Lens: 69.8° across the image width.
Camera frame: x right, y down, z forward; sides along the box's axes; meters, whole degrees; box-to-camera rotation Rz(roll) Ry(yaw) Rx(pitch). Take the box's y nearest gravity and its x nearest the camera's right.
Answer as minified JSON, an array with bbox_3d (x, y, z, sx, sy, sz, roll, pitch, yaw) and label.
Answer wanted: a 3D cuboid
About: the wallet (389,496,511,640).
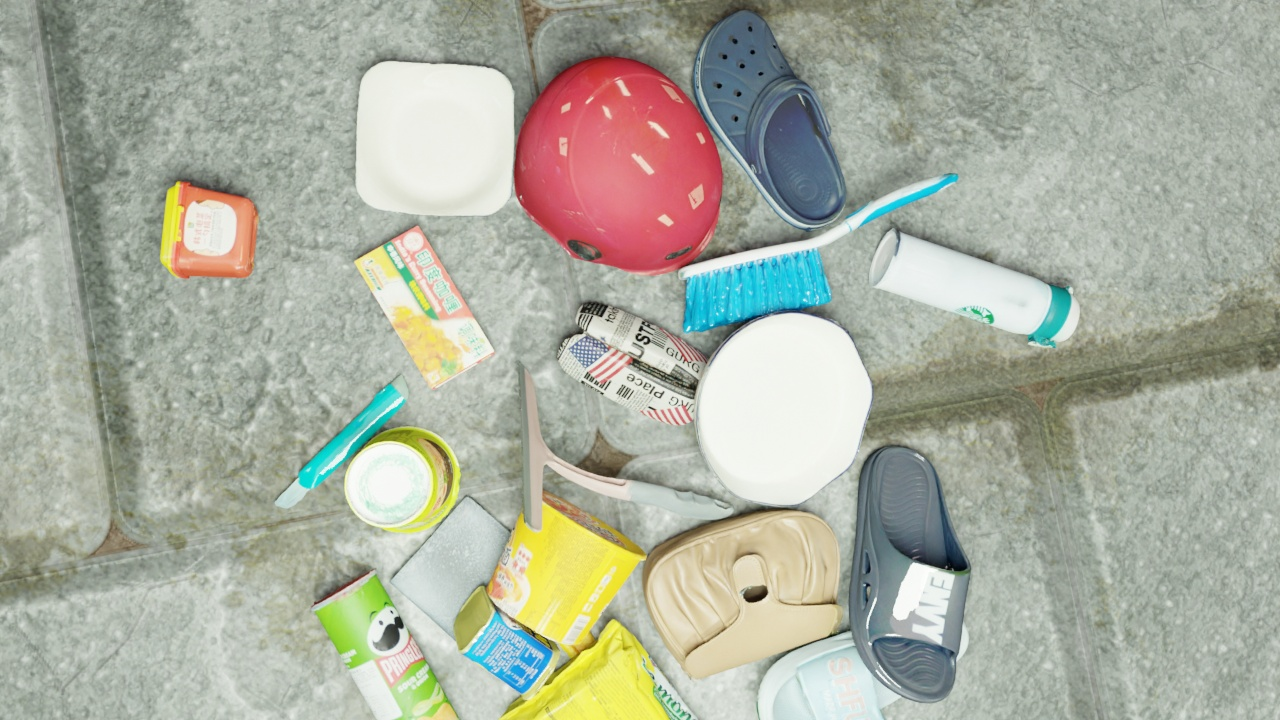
[{"bbox_3d":[-0.184,0.216,0.953,0.097,0.019,0.120,42,82,-4],"label":"wallet"}]

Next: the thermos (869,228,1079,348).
[{"bbox_3d":[0.368,-0.075,1.008,0.224,0.073,0.073,18,84,-5],"label":"thermos"}]

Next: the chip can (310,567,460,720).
[{"bbox_3d":[-0.238,0.327,0.912,0.072,0.072,0.236,-30,90,-8],"label":"chip can"}]

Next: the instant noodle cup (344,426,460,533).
[{"bbox_3d":[-0.237,0.120,0.900,0.111,0.123,0.111,0,86,-7],"label":"instant noodle cup"}]

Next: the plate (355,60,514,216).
[{"bbox_3d":[-0.216,-0.231,0.973,0.163,0.034,0.164,2,86,-6],"label":"plate"}]

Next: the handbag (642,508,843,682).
[{"bbox_3d":[0.109,0.235,0.940,0.204,0.100,0.147,-17,89,-7],"label":"handbag"}]

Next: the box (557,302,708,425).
[{"bbox_3d":[-0.006,0.007,0.977,0.162,0.075,0.087,27,114,-7],"label":"box"}]

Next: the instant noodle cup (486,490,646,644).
[{"bbox_3d":[-0.079,0.205,0.907,0.138,0.138,0.109,30,87,-3],"label":"instant noodle cup"}]

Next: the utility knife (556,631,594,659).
[{"bbox_3d":[-0.030,0.338,0.960,0.033,0.015,0.202,-40,91,-5],"label":"utility knife"}]

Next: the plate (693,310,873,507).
[{"bbox_3d":[0.145,0.049,0.959,0.204,0.045,0.205,-3,100,-20],"label":"plate"}]

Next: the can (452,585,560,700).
[{"bbox_3d":[-0.134,0.275,0.902,0.083,0.102,0.057,40,82,-16],"label":"can"}]

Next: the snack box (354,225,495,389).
[{"bbox_3d":[-0.226,-0.055,0.963,0.077,0.027,0.156,-31,90,-9],"label":"snack box"}]

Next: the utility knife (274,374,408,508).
[{"bbox_3d":[-0.307,0.086,0.951,0.029,0.013,0.182,45,82,2],"label":"utility knife"}]

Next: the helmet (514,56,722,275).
[{"bbox_3d":[-0.013,-0.204,0.941,0.240,0.144,0.206,37,81,-3],"label":"helmet"}]

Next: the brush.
[{"bbox_3d":[0.189,-0.111,0.970,0.315,0.060,0.109,-12,87,6],"label":"brush"}]

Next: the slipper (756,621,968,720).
[{"bbox_3d":[0.237,0.332,0.948,0.245,0.074,0.104,-21,113,-10],"label":"slipper"}]

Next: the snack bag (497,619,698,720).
[{"bbox_3d":[-0.015,0.400,0.921,0.158,0.068,0.246,-37,95,0],"label":"snack bag"}]

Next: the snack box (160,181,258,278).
[{"bbox_3d":[-0.431,-0.127,0.922,0.080,0.082,0.091,6,86,-16],"label":"snack box"}]

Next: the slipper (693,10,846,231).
[{"bbox_3d":[0.142,-0.256,0.985,0.105,0.095,0.253,-28,93,-10],"label":"slipper"}]

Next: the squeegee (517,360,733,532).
[{"bbox_3d":[-0.017,0.124,0.924,0.249,0.247,0.040,22,117,-21],"label":"squeegee"}]

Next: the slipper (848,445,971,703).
[{"bbox_3d":[0.273,0.201,0.927,0.110,0.083,0.267,9,61,-5],"label":"slipper"}]
